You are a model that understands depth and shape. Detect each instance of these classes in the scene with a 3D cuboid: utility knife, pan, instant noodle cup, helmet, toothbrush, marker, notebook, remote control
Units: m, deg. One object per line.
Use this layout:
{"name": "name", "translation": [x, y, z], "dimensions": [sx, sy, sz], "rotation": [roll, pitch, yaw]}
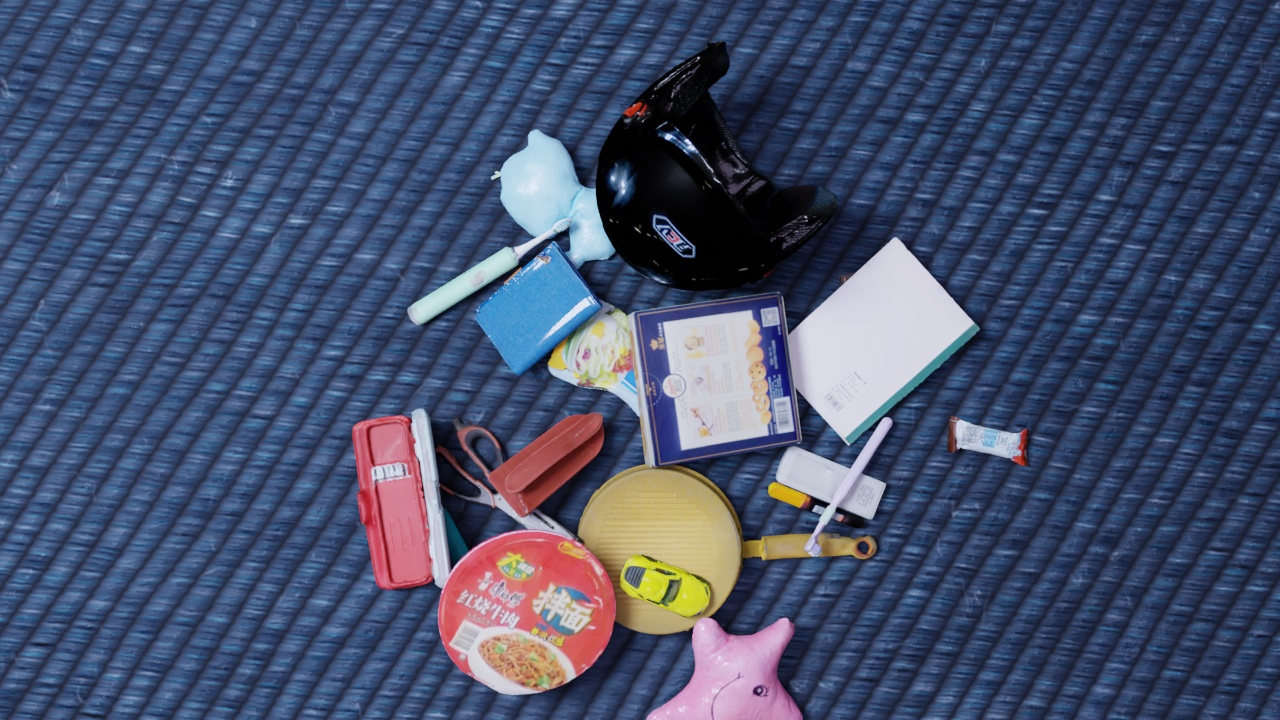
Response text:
{"name": "utility knife", "translation": [-0.208, 0.248, 1.088], "dimensions": [0.029, 0.013, 0.179], "rotation": [-28, 87, 1]}
{"name": "pan", "translation": [0.102, 0.221, 1.082], "dimensions": [0.357, 0.078, 0.197], "rotation": [0, 90, 5]}
{"name": "instant noodle cup", "translation": [-0.127, 0.269, 1.021], "dimensions": [0.193, 0.066, 0.194], "rotation": [-2, 102, -10]}
{"name": "helmet", "translation": [0.062, -0.184, 0.994], "dimensions": [0.231, 0.274, 0.233], "rotation": [-35, 106, 24]}
{"name": "toothbrush", "translation": [-0.177, -0.107, 1.085], "dimensions": [0.224, 0.027, 0.026], "rotation": [-31, 112, 6]}
{"name": "marker", "translation": [0.209, 0.173, 1.091], "dimensions": [0.124, 0.015, 0.018], "rotation": [22, 121, -4]}
{"name": "notebook", "translation": [0.277, -0.022, 1.099], "dimensions": [0.209, 0.012, 0.150], "rotation": [-42, 88, 4]}
{"name": "remote control", "translation": [0.227, 0.145, 1.098], "dimensions": [0.125, 0.024, 0.049], "rotation": [22, 87, -1]}
{"name": "toothbrush", "translation": [0.246, 0.145, 1.075], "dimensions": [0.021, 0.029, 0.189], "rotation": [25, 75, 35]}

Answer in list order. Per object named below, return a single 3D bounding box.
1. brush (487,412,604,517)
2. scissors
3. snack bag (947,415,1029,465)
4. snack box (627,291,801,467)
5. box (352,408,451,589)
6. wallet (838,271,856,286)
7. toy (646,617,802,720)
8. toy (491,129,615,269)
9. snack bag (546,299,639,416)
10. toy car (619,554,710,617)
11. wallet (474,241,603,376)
{"name": "brush", "translation": [-0.099, 0.112, 1.049], "dimensions": [0.145, 0.069, 0.063], "rotation": [-37, 78, -25]}
{"name": "scissors", "translation": [-0.153, 0.147, 1.077], "dimensions": [0.207, 0.015, 0.191], "rotation": [-3, 77, 5]}
{"name": "snack bag", "translation": [0.419, 0.096, 1.103], "dimensions": [0.104, 0.026, 0.048], "rotation": [8, 81, 0]}
{"name": "snack box", "translation": [0.085, 0.021, 1.065], "dimensions": [0.182, 0.046, 0.178], "rotation": [-8, 92, -10]}
{"name": "box", "translation": [-0.262, 0.160, 1.054], "dimensions": [0.155, 0.073, 0.201], "rotation": [-12, 86, 38]}
{"name": "wallet", "translation": [0.300, -0.055, 1.112], "dimensions": [0.096, 0.020, 0.122], "rotation": [-13, 89, 3]}
{"name": "toy", "translation": [0.118, 0.378, 1.057], "dimensions": [0.178, 0.074, 0.194], "rotation": [26, 95, -12]}
{"name": "toy", "translation": [-0.102, -0.190, 1.095], "dimensions": [0.156, 0.050, 0.161], "rotation": [5, 97, -6]}
{"name": "snack bag", "translation": [-0.006, 0.006, 1.094], "dimensions": [0.191, 0.039, 0.110], "rotation": [25, 76, -1]}
{"name": "toy car", "translation": [0.028, 0.255, 1.032], "dimensions": [0.105, 0.032, 0.048], "rotation": [20, 91, 4]}
{"name": "wallet", "translation": [-0.122, -0.061, 1.075], "dimensions": [0.133, 0.040, 0.106], "rotation": [-40, 73, 10]}
